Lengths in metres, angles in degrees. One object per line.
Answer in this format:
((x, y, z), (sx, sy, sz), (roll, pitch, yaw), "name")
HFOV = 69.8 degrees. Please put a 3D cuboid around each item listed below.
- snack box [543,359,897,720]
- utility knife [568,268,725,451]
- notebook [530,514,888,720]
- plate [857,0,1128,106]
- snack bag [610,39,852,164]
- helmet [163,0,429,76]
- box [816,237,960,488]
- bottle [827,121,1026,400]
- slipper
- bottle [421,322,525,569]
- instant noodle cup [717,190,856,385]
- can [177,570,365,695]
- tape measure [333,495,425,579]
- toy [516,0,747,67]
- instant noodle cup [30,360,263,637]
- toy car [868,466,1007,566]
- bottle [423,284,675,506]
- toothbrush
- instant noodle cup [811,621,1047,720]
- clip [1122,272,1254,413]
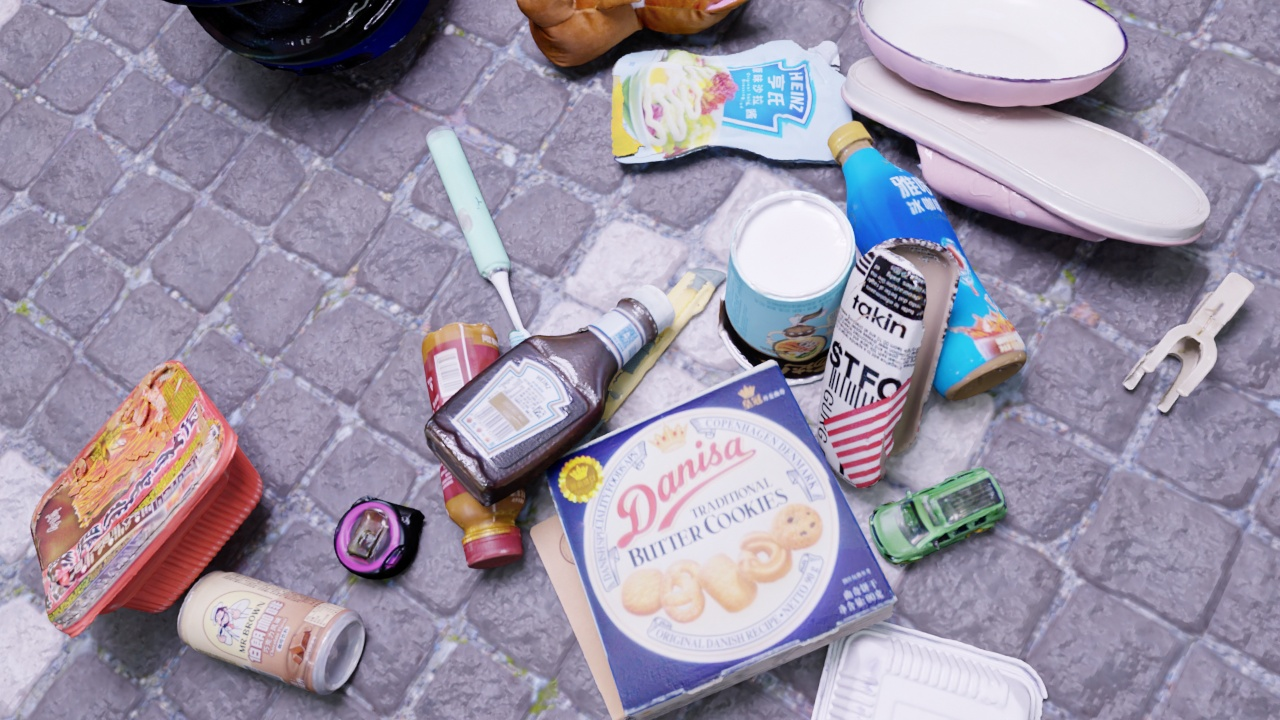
((0.045, 0.116, 0.609), (0.178, 0.046, 0.182), (-24, 63, 2), "snack box")
((-0.004, 0.004, 0.692), (0.031, 0.021, 0.198), (34, 84, 24), "utility knife")
((0.043, 0.135, 0.639), (0.207, 0.008, 0.147), (-27, 69, -1), "notebook")
((0.256, -0.237, 0.685), (0.192, 0.039, 0.192), (1, 44, -1), "plate")
((0.073, -0.207, 0.738), (0.191, 0.039, 0.110), (-1, 65, 8), "snack bag")
((-0.276, -0.351, 0.732), (0.247, 0.241, 0.314), (-5, 59, 7), "helmet")
((0.163, 0.000, 0.597), (0.087, 0.163, 0.076), (-17, 35, -30), "box")
((0.194, -0.079, 0.656), (0.065, 0.065, 0.218), (-24, 69, 1), "bottle")
((0.263, -0.147, 0.661), (0.274, 0.055, 0.114), (35, 53, 27), "slipper")
((-0.119, 0.061, 0.666), (0.057, 0.057, 0.174), (-15, 69, 4), "bottle")
((0.103, -0.054, 0.633), (0.111, 0.120, 0.111), (-3, 70, 9), "instant noodle cup")
((-0.258, 0.190, 0.644), (0.116, 0.058, 0.058), (13, 74, 14), "can")
((-0.191, 0.129, 0.664), (0.057, 0.039, 0.057), (15, 74, 14), "tape measure")
((0.000, -0.317, 0.749), (0.199, 0.131, 0.140), (-5, 48, 0), "toy")
((-0.351, 0.098, 0.661), (0.164, 0.079, 0.189), (-51, 43, -8), "instant noodle cup")
((0.198, 0.102, 0.610), (0.091, 0.036, 0.043), (-26, 70, 4), "toy car")
((-0.055, 0.014, 0.640), (0.194, 0.044, 0.080), (-40, 75, -23), "bottle")
((-0.127, -0.097, 0.739), (0.027, 0.027, 0.224), (-41, 64, 37), "toothbrush")
((0.168, 0.252, 0.551), (0.138, 0.060, 0.173), (14, 75, 14), "instant noodle cup")
((0.369, -0.017, 0.605), (0.035, 0.081, 0.104), (41, 93, 20), "clip")
